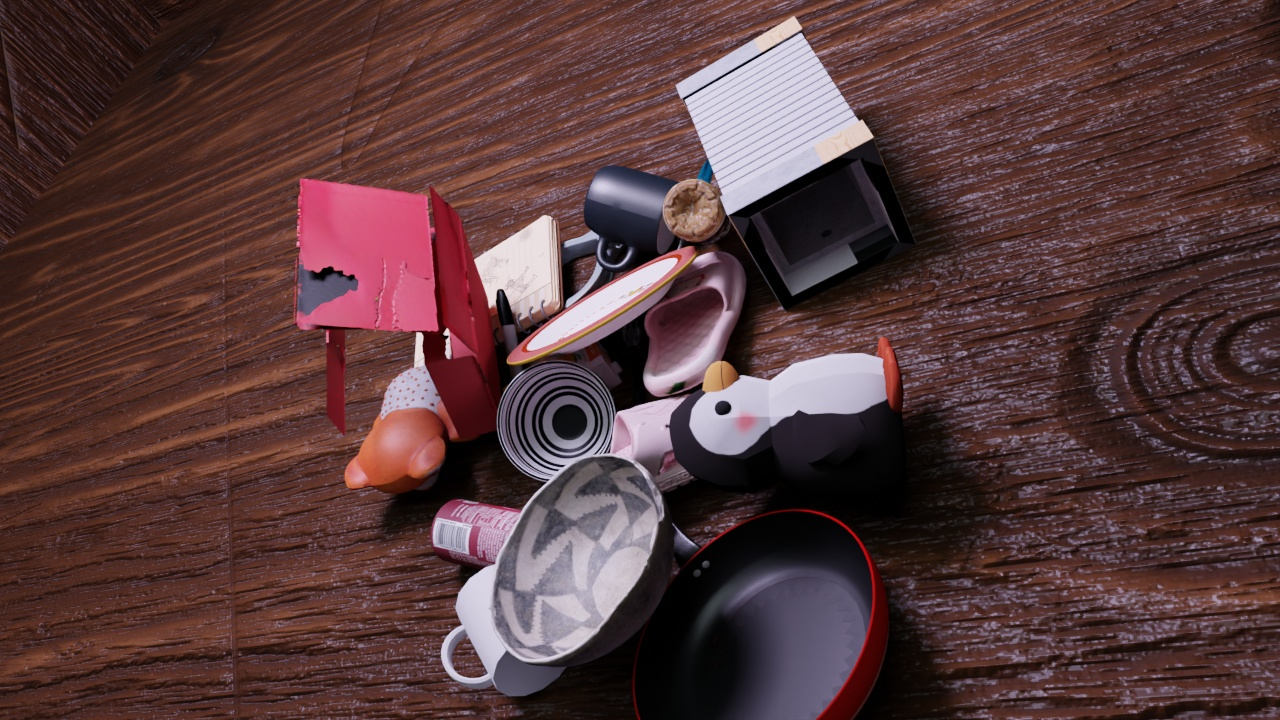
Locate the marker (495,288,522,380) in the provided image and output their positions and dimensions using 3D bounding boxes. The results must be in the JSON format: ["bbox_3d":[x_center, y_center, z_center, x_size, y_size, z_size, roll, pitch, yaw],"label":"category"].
[{"bbox_3d":[-0.149,-0.016,1.050,0.022,0.016,0.138,-29,70,55],"label":"marker"}]

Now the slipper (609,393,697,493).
[{"bbox_3d":[0.000,0.081,0.839,0.239,0.064,0.094,-28,22,2],"label":"slipper"}]

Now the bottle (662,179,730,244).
[{"bbox_3d":[0.067,-0.150,0.960,0.060,0.166,0.059,1,93,13],"label":"bottle"}]

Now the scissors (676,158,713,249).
[{"bbox_3d":[0.059,-0.173,1.054,0.122,0.019,0.149,-74,3,-79],"label":"scissors"}]

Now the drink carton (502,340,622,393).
[{"bbox_3d":[-0.083,0.025,0.991,0.122,0.040,0.058,-34,43,6],"label":"drink carton"}]

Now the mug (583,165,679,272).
[{"bbox_3d":[-0.014,-0.158,1.050,0.094,0.085,0.121,19,84,15],"label":"mug"}]

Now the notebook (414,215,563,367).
[{"bbox_3d":[-0.192,-0.071,1.137,0.226,0.024,0.167,-27,47,23],"label":"notebook"}]

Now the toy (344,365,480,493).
[{"bbox_3d":[-0.250,0.082,1.033,0.164,0.093,0.172,-14,35,21],"label":"toy"}]

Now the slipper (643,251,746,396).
[{"bbox_3d":[0.047,-0.043,0.926,0.107,0.056,0.221,-20,31,26],"label":"slipper"}]

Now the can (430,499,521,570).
[{"bbox_3d":[-0.147,0.173,0.894,0.114,0.063,0.063,3,57,36],"label":"can"}]

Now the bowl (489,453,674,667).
[{"bbox_3d":[-0.034,0.169,0.740,0.179,0.081,0.178,-30,37,25],"label":"bowl"}]

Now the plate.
[{"bbox_3d":[-0.036,-0.051,0.952,0.230,0.021,0.229,-30,12,7],"label":"plate"}]

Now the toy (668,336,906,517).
[{"bbox_3d":[0.117,0.065,0.740,0.184,0.140,0.159,-6,8,12],"label":"toy"}]

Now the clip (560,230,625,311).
[{"bbox_3d":[-0.082,-0.131,1.134,0.159,0.030,0.173,16,64,41],"label":"clip"}]

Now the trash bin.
[{"bbox_3d":[0.153,-0.207,0.947,0.143,0.142,0.246,-27,44,13],"label":"trash bin"}]

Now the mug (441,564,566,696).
[{"bbox_3d":[-0.124,0.243,0.805,0.105,0.073,0.089,-34,41,-12],"label":"mug"}]

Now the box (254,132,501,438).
[{"bbox_3d":[-0.229,-0.082,0.928,0.121,0.318,0.210,-29,49,15],"label":"box"}]

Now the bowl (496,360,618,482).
[{"bbox_3d":[-0.078,0.062,0.926,0.120,0.066,0.120,-1,85,9],"label":"bowl"}]

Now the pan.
[{"bbox_3d":[0.061,0.183,0.739,0.209,0.067,0.356,-44,26,-2],"label":"pan"}]

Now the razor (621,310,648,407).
[{"bbox_3d":[-0.006,0.006,0.971,0.043,0.022,0.144,-4,52,-3],"label":"razor"}]
